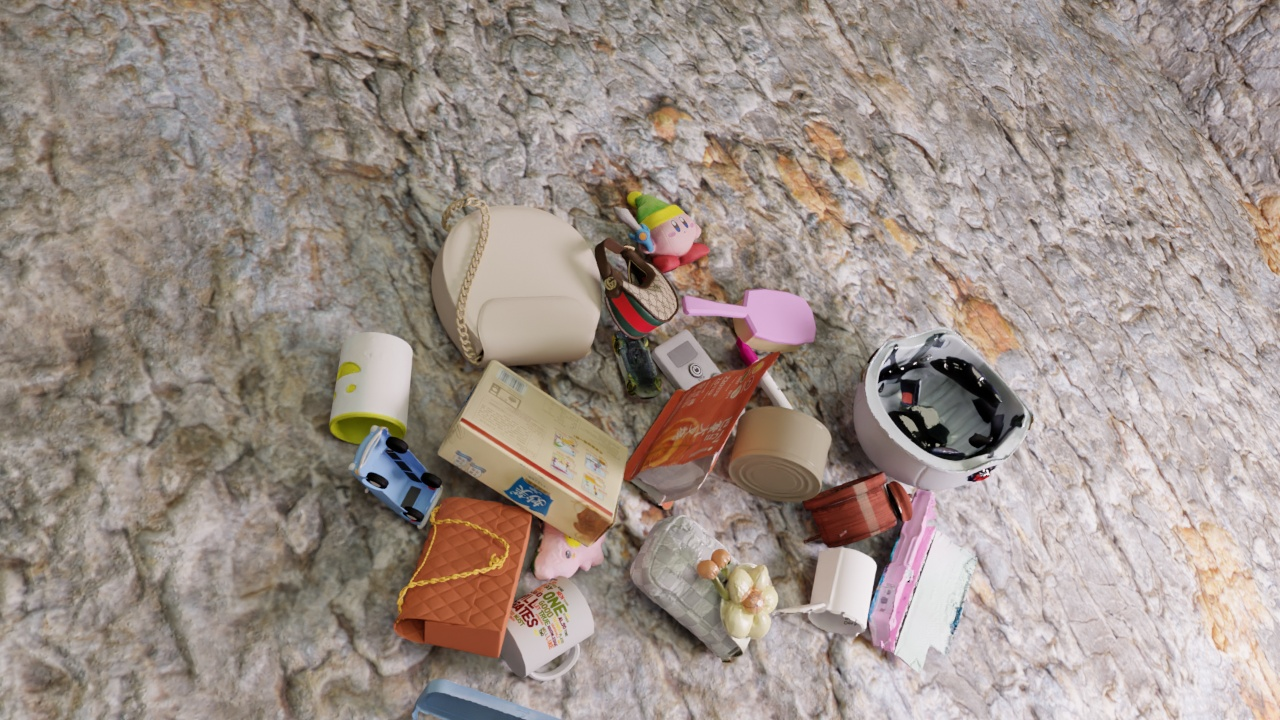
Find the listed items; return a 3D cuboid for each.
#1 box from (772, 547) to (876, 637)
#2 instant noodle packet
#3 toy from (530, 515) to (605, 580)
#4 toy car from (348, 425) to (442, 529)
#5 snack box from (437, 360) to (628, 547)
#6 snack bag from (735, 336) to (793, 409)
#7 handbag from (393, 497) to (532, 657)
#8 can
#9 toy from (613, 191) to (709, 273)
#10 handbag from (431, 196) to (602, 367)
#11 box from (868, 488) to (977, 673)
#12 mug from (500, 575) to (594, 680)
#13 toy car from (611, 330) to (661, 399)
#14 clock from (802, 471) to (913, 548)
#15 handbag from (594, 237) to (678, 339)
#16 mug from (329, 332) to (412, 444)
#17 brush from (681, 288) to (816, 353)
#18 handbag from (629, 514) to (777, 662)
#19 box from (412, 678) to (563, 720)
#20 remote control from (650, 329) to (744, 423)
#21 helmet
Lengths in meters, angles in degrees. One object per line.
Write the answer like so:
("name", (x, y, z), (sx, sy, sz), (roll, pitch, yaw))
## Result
("box", (0.236, 0.296, 1.184), (0.143, 0.083, 0.136), (38, 52, -28))
("instant noodle packet", (0.081, 0.078, 1.125), (0.084, 0.221, 0.164), (38, 60, -4))
("toy", (-0.085, 0.214, 1.077), (0.093, 0.050, 0.102), (16, 59, -18))
("toy car", (-0.264, 0.125, 0.983), (0.055, 0.153, 0.056), (12, 61, 23))
("snack box", (-0.118, 0.106, 1.074), (0.207, 0.055, 0.153), (34, 26, -11))
("snack bag", (0.194, 0.051, 1.312), (0.016, 0.070, 0.196), (-34, 81, -1))
("handbag", (-0.184, 0.218, 0.973), (0.109, 0.060, 0.171), (10, 35, -1))
("can", (0.185, 0.127, 1.223), (0.127, 0.128, 0.073), (27, 57, -13))
("toy", (0.022, -0.193, 1.350), (0.124, 0.097, 0.131), (-27, 98, -30))
("handbag", (-0.154, -0.098, 1.176), (0.210, 0.104, 0.208), (-4, 71, -29))
("box", (0.387, 0.312, 1.282), (0.159, 0.066, 0.229), (52, 50, -20))
("mug", (-0.105, 0.304, 1.009), (0.089, 0.074, 0.105), (-25, 112, -31))
("toy car", (-0.007, 0.007, 1.242), (0.048, 0.033, 0.105), (-3, 62, -32))
("clock", (0.301, 0.201, 1.253), (0.157, 0.121, 0.072), (-16, 81, -25))
("handbag", (-0.010, -0.106, 1.245), (0.138, 0.063, 0.166), (58, 22, -7))
("mug", (-0.303, 0.033, 1.038), (0.082, 0.083, 0.106), (12, 58, -23))
("brush", (0.156, -0.064, 1.362), (0.228, 0.043, 0.089), (5, 62, -26))
("handbag", (0.080, 0.264, 1.095), (0.171, 0.124, 0.112), (40, 59, -11))
("box", (-0.145, 0.405, 0.948), (0.209, 0.049, 0.120), (25, 90, -15))
("remote control", (0.084, 0.031, 1.288), (0.074, 0.019, 0.151), (-33, 83, -37))
("helmet", (0.415, 0.091, 1.344), (0.263, 0.164, 0.236), (-26, 64, -34))
